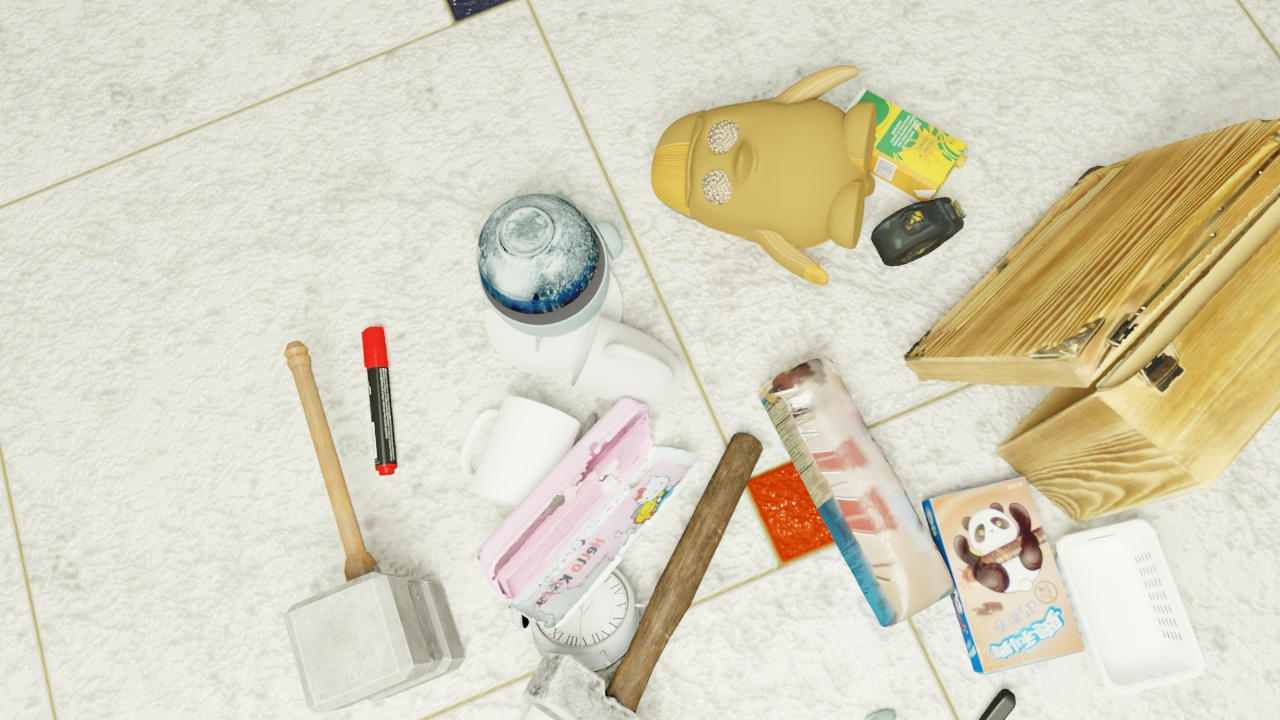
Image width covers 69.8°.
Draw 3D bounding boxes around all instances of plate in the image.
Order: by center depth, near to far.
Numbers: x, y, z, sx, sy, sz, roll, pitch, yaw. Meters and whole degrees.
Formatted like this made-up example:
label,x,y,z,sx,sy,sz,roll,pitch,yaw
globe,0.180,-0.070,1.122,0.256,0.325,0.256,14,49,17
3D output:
label,x,y,z,sx,sy,sz,roll,pitch,yaw
plate,-0.084,-0.049,0.896,0.134,0.011,0.134,-1,74,4

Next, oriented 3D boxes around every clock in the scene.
label,x,y,z,sx,sy,sz,roll,pitch,yaw
clock,-0.058,0.212,0.791,0.123,0.035,0.094,23,53,25
clock,-0.083,-0.094,0.878,0.122,0.045,0.159,33,79,12

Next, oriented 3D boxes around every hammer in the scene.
label,x,y,z,sx,sy,sz,roll,pitch,yaw
hammer,0.059,0.210,0.781,0.217,0.037,0.299,42,60,-20
hammer,-0.254,0.124,0.782,0.083,0.163,0.317,-22,74,-2

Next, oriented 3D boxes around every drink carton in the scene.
label,x,y,z,sx,sy,sz,roll,pitch,yaw
drink carton,0.251,-0.206,0.896,0.122,0.041,0.058,33,80,13

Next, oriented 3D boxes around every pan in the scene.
label,x,y,z,sx,sy,sz,roll,pitch,yaw
pan,0.200,0.411,0.713,0.209,0.067,0.356,37,83,4

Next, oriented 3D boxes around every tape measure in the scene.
label,x,y,z,sx,sy,sz,roll,pitch,yaw
tape measure,0.254,-0.118,0.857,0.071,0.072,0.042,-19,77,-30

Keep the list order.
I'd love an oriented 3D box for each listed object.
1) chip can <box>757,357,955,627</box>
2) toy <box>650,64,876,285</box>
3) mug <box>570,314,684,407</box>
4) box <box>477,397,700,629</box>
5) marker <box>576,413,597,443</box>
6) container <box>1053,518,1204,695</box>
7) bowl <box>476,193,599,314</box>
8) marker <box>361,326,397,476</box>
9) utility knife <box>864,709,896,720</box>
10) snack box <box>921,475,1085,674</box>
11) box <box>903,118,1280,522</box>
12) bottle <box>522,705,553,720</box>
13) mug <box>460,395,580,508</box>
label,x,y,z,sx,sy,sz,roll,pitch,yaw
chip can,0.185,0.110,0.795,0.080,0.080,0.229,-26,75,-3
toy,0.107,-0.177,0.848,0.203,0.162,0.198,9,93,19
mug,-0.005,0.005,0.824,0.089,0.107,0.071,21,79,-11
box,-0.035,0.134,0.780,0.095,0.088,0.201,31,61,25
marker,-0.066,0.112,0.844,0.016,0.022,0.138,14,77,22
container,0.399,0.204,0.765,0.081,0.049,0.129,-14,74,1
bowl,-0.098,-0.104,0.827,0.114,0.061,0.114,-2,75,6
marker,-0.251,0.039,0.881,0.024,0.021,0.145,-17,72,23
utility knife,0.187,0.376,0.754,0.031,0.015,0.173,8,77,9
snack box,0.308,0.182,0.787,0.087,0.034,0.151,-14,75,0
box,0.400,-0.049,0.727,0.279,0.257,0.215,-42,78,-8
bottle,-0.087,0.332,0.769,0.051,0.051,0.146,29,79,12
mug,-0.119,0.084,0.837,0.111,0.073,0.090,10,74,34
